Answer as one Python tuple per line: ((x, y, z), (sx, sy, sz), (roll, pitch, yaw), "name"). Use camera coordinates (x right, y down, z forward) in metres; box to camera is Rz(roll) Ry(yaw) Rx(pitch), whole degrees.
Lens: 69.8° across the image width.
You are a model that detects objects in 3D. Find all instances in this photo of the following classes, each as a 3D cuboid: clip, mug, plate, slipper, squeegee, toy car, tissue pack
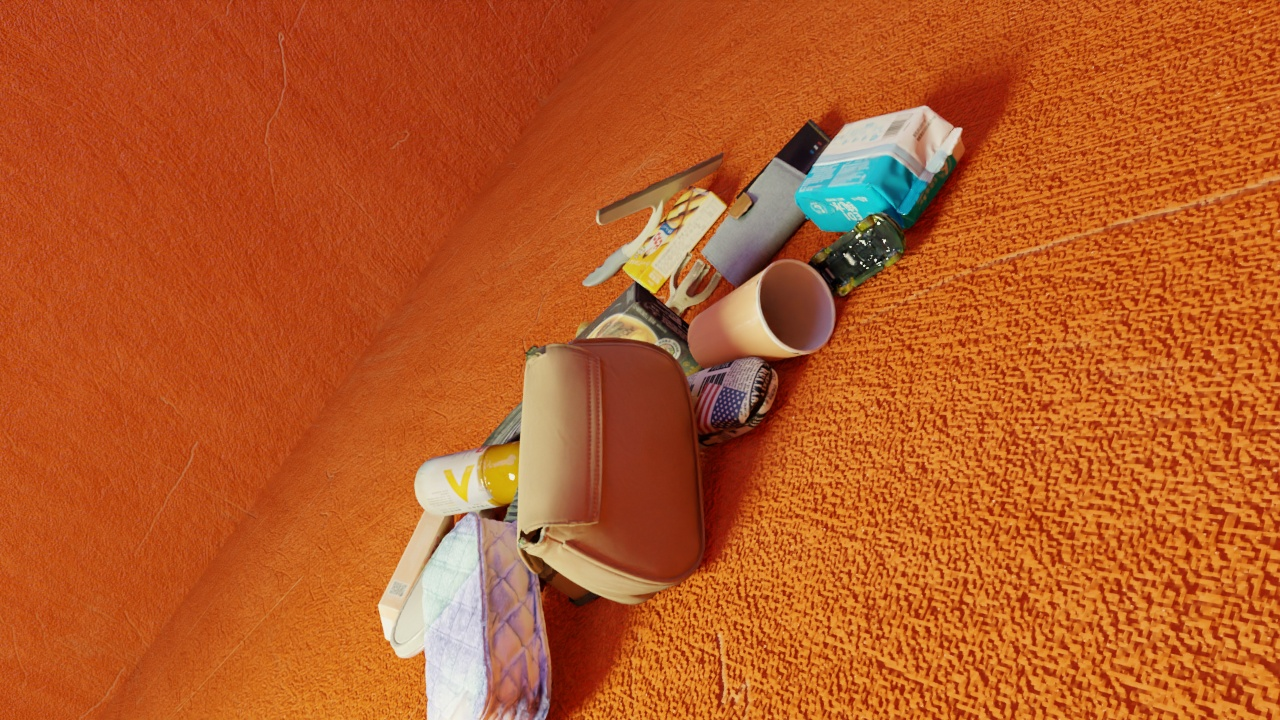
((0.045, -0.075, 1.009), (0.103, 0.035, 0.092), (-49, 24, 29), "clip")
((0.096, -0.030, 0.778), (0.123, 0.078, 0.078), (-26, 32, 59), "mug")
((-0.138, 0.072, 1.120), (0.179, 0.024, 0.179), (-43, 11, 10), "plate")
((-0.190, 0.229, 0.958), (0.114, 0.054, 0.274), (-45, 10, 8), "slipper")
((-0.016, -0.156, 1.230), (0.245, 0.039, 0.247), (-33, -8, -40), "squeegee")
((0.175, -0.086, 0.740), (0.036, 0.043, 0.091), (-38, 2, -36), "toy car")
((0.200, -0.155, 0.775), (0.090, 0.063, 0.140), (-54, 22, -10), "tissue pack")

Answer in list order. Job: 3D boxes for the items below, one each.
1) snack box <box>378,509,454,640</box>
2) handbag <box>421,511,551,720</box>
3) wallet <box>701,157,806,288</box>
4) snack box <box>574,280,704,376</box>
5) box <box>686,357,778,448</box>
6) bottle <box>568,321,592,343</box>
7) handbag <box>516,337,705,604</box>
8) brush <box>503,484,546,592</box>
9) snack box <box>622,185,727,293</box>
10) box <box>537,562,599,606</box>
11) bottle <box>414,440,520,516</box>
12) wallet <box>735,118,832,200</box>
((-0.255, 0.238, 1.062), (0.085, 0.026, 0.156), (100, -173, -48), "snack box")
((-0.127, 0.229, 0.738), (0.134, 0.075, 0.193), (-53, 33, 31), "handbag")
((0.120, -0.145, 0.943), (0.130, 0.037, 0.106), (-50, 31, 11), "wallet")
((-0.005, 0.005, 0.865), (0.126, 0.113, 0.053), (-43, 23, 24), "snack box")
((0.057, 0.044, 0.784), (0.165, 0.057, 0.071), (-22, 59, 54), "box")
((-0.062, 0.021, 1.024), (0.065, 0.065, 0.218), (-43, 22, 22), "bottle")
((-0.028, 0.081, 0.708), (0.100, 0.147, 0.204), (-40, 41, 44), "handbag")
((-0.086, 0.147, 0.885), (0.069, 0.063, 0.145), (-6, 39, 19), "brush")
((0.041, -0.152, 1.139), (0.140, 0.033, 0.087), (-52, 20, 4), "snack box")
((-0.039, 0.129, 0.813), (0.090, 0.059, 0.183), (-38, 27, 35), "box")
((-0.160, 0.127, 1.005), (0.190, 0.068, 0.067), (-14, 38, 28), "bottle")
((0.158, -0.204, 1.005), (0.122, 0.020, 0.096), (-46, 22, 19), "wallet")
